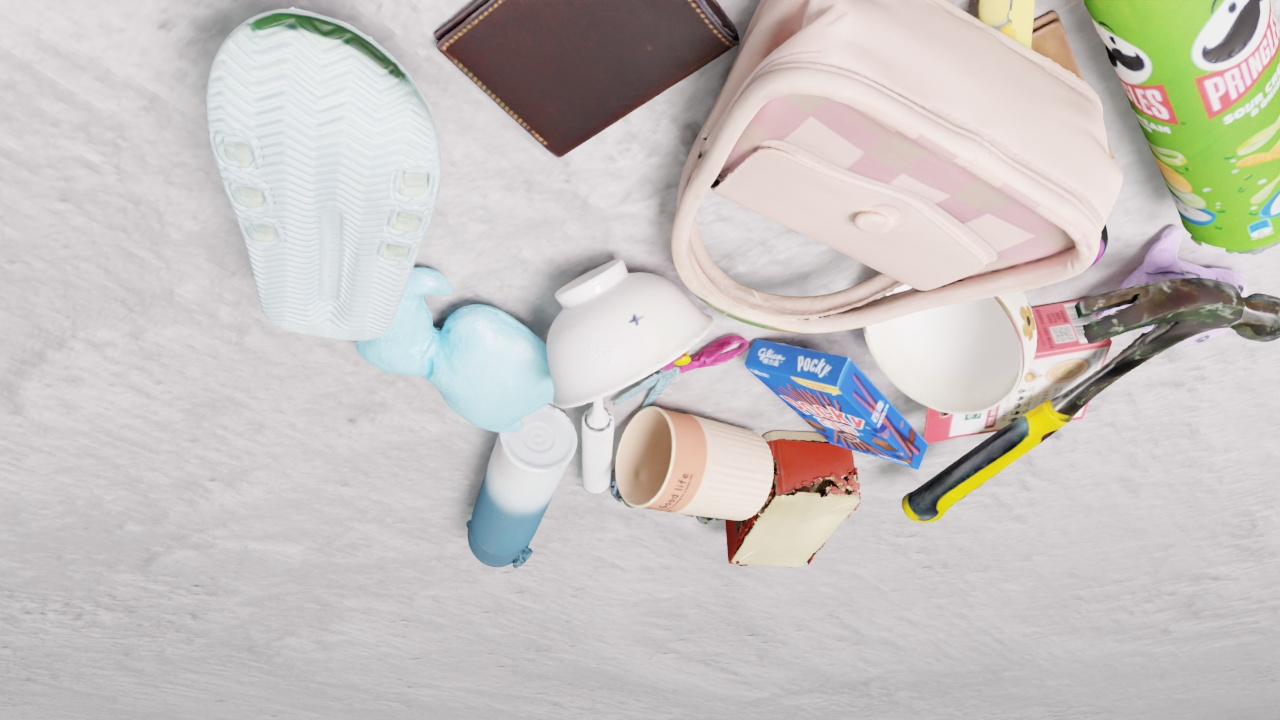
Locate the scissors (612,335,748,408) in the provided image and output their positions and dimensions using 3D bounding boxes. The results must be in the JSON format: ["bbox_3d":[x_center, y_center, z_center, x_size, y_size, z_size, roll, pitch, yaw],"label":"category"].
[{"bbox_3d":[0.031,0.009,0.709,0.096,0.017,0.137,-2,152,-18],"label":"scissors"}]

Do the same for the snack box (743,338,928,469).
[{"bbox_3d":[0.154,0.035,0.709,0.085,0.026,0.157,15,164,44],"label":"snack box"}]

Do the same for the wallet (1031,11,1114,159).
[{"bbox_3d":[0.201,-0.128,0.519,0.101,0.020,0.115,-25,137,27],"label":"wallet"}]

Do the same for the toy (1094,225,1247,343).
[{"bbox_3d":[0.375,-0.045,0.636,0.108,0.039,0.084,14,121,-21],"label":"toy"}]

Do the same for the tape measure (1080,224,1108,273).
[{"bbox_3d":[0.259,-0.080,0.575,0.058,0.039,0.057,16,142,-18],"label":"tape measure"}]

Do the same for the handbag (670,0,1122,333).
[{"bbox_3d":[0.108,-0.084,0.505,0.193,0.093,0.235,25,149,-16],"label":"handbag"}]

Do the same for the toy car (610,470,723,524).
[{"bbox_3d":[0.032,0.120,0.852,0.120,0.036,0.054,9,146,-1],"label":"toy car"}]

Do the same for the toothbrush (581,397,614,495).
[{"bbox_3d":[-0.035,0.060,0.743,0.026,0.027,0.221,-40,161,-21],"label":"toothbrush"}]

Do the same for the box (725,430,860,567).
[{"bbox_3d":[0.139,0.141,0.851,0.091,0.079,0.169,4,146,-9],"label":"box"}]

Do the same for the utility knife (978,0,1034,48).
[{"bbox_3d":[0.181,-0.157,0.463,0.031,0.018,0.173,-12,133,8],"label":"utility knife"}]

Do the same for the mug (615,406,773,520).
[{"bbox_3d":[0.037,0.094,0.771,0.105,0.081,0.115,14,149,-31],"label":"mug"}]

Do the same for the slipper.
[{"bbox_3d":[-0.164,-0.090,0.495,0.104,0.074,0.246,6,150,-15],"label":"slipper"}]

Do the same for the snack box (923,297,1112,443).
[{"bbox_3d":[0.278,0.011,0.704,0.127,0.044,0.113,-10,146,7],"label":"snack box"}]

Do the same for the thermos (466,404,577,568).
[{"bbox_3d":[-0.110,0.120,0.813,0.070,0.070,0.221,7,144,-14],"label":"thermos"}]

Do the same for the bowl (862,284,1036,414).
[{"bbox_3d":[0.212,-0.027,0.610,0.062,0.113,0.114,-35,161,-32],"label":"bowl"}]

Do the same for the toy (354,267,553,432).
[{"bbox_3d":[-0.123,-0.003,0.646,0.156,0.049,0.162,5,138,1],"label":"toy"}]

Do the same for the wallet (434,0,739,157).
[{"bbox_3d":[-0.027,-0.159,0.454,0.123,0.020,0.096,-25,135,30],"label":"wallet"}]

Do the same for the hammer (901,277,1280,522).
[{"bbox_3d":[0.298,0.044,0.686,0.126,0.031,0.324,9,145,-19],"label":"hammer"}]

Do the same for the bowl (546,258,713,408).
[{"bbox_3d":[-0.019,-0.026,0.595,0.118,0.118,0.065,-23,103,26],"label":"bowl"}]

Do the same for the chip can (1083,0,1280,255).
[{"bbox_3d":[0.283,-0.140,0.460,0.072,0.072,0.236,-26,140,30],"label":"chip can"}]
